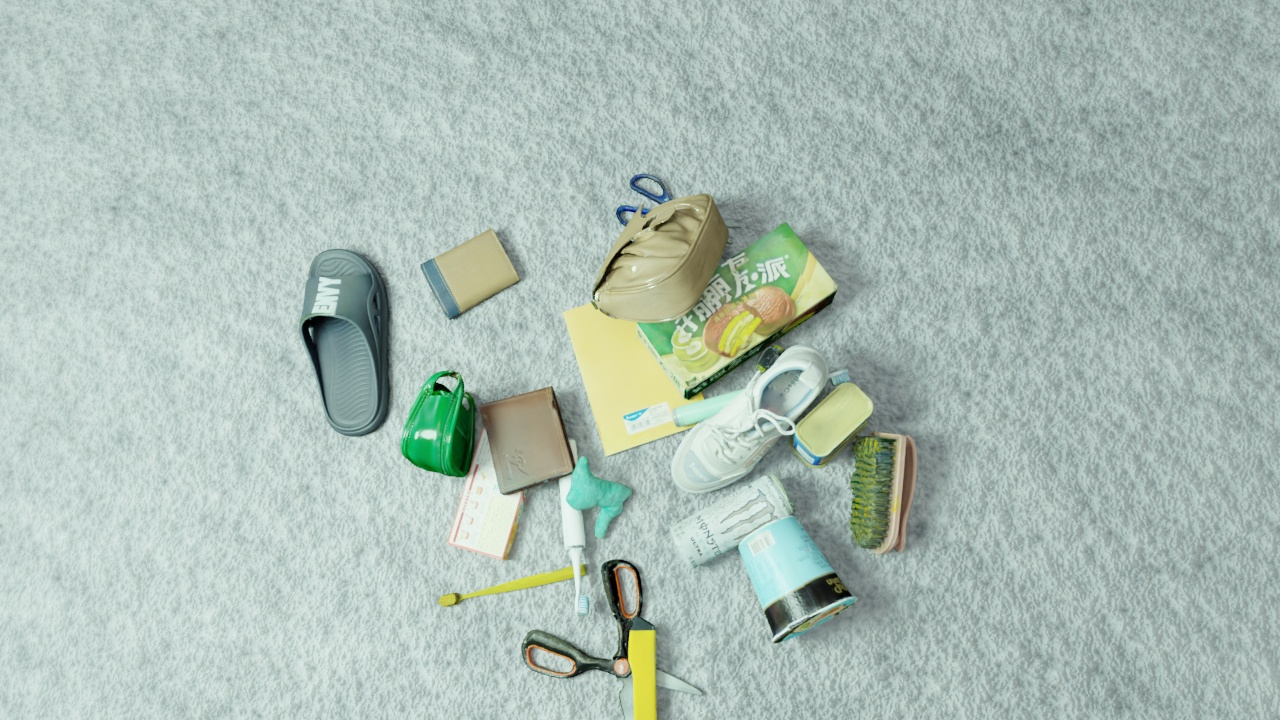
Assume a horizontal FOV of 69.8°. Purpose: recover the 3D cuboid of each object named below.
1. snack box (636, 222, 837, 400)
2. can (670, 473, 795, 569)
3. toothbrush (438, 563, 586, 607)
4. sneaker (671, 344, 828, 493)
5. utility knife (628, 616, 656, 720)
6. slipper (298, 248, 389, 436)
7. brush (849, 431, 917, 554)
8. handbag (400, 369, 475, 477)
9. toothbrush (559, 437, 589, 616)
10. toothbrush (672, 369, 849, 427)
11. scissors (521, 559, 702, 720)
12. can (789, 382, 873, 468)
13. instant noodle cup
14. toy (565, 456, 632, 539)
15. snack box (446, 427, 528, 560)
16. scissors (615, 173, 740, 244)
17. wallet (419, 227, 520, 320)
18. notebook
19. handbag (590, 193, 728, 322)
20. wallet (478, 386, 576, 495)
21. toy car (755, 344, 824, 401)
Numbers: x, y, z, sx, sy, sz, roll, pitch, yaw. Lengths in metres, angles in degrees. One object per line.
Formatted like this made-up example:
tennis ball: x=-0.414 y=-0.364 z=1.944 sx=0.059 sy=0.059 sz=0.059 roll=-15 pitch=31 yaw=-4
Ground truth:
snack box: x=0.123 y=-0.062 z=1.175 sx=0.240 sy=0.063 sz=0.114 roll=-33 pitch=75 yaw=-5
can: x=0.111 y=0.195 z=1.116 sx=0.146 sy=0.058 sz=0.058 roll=-28 pitch=74 yaw=-1
toothbrush: x=-0.161 y=0.282 z=1.148 sx=0.190 sy=0.016 sz=0.015 roll=-13 pitch=75 yaw=3
sneaker: x=0.129 y=0.083 z=1.091 sx=0.089 sy=0.090 sz=0.243 roll=43 pitch=108 yaw=-4
utility knife: x=0.003 y=0.382 z=1.086 sx=0.033 sy=0.015 sz=0.153 roll=-2 pitch=78 yaw=9
slipper: x=-0.397 y=-0.034 z=1.227 sx=0.111 sy=0.083 sz=0.268 roll=-11 pitch=76 yaw=2
brush: x=0.293 y=0.159 z=1.098 sx=0.073 sy=0.063 sz=0.145 roll=4 pitch=88 yaw=-22
handbag: x=-0.245 y=0.082 z=1.153 sx=0.068 sy=0.131 sz=0.120 roll=12 pitch=74 yaw=5
toothbrush: x=-0.084 y=0.206 z=1.145 sx=0.026 sy=0.026 sz=0.220 roll=-13 pitch=69 yaw=16
toothbrush: x=0.147 y=0.044 z=1.138 sx=0.225 sy=0.026 sz=0.027 roll=-16 pitch=84 yaw=13
scissors: x=-0.037 y=0.355 z=1.112 sx=0.221 sy=0.022 sz=0.234 roll=-2 pitch=75 yaw=7
can: x=0.233 y=0.079 z=1.119 sx=0.102 sy=0.083 sz=0.057 roll=-42 pitch=75 yaw=-5
instant noodle cup: x=0.176 y=0.252 z=1.077 sx=0.111 sy=0.111 sz=0.120 roll=-27 pitch=65 yaw=-1
toy: x=-0.052 y=0.172 z=1.139 sx=0.091 sy=0.030 sz=0.096 roll=18 pitch=91 yaw=-32
snack box: x=-0.186 y=0.170 z=1.175 sx=0.077 sy=0.027 sz=0.155 roll=14 pitch=78 yaw=10
scissors: x=0.046 y=-0.192 z=1.250 sx=0.140 sy=0.012 sz=0.171 roll=-37 pitch=75 yaw=-5
wallet: x=-0.233 y=-0.119 z=1.255 sx=0.115 sy=0.033 sz=0.090 roll=-30 pitch=77 yaw=-2
notebook: x=-0.007 y=0.007 z=1.205 sx=0.146 sy=0.010 sz=0.206 roll=-19 pitch=74 yaw=2
handbag: x=0.024 y=-0.135 z=1.149 sx=0.148 sy=0.100 sz=0.203 roll=-11 pitch=35 yaw=30
wallet: x=-0.144 y=0.100 z=1.159 sx=0.101 sy=0.032 sz=0.124 roll=-18 pitch=72 yaw=4
toy car: x=0.190 y=0.018 z=1.164 sx=0.091 sy=0.036 sz=0.043 roll=35 pitch=83 yaw=12
